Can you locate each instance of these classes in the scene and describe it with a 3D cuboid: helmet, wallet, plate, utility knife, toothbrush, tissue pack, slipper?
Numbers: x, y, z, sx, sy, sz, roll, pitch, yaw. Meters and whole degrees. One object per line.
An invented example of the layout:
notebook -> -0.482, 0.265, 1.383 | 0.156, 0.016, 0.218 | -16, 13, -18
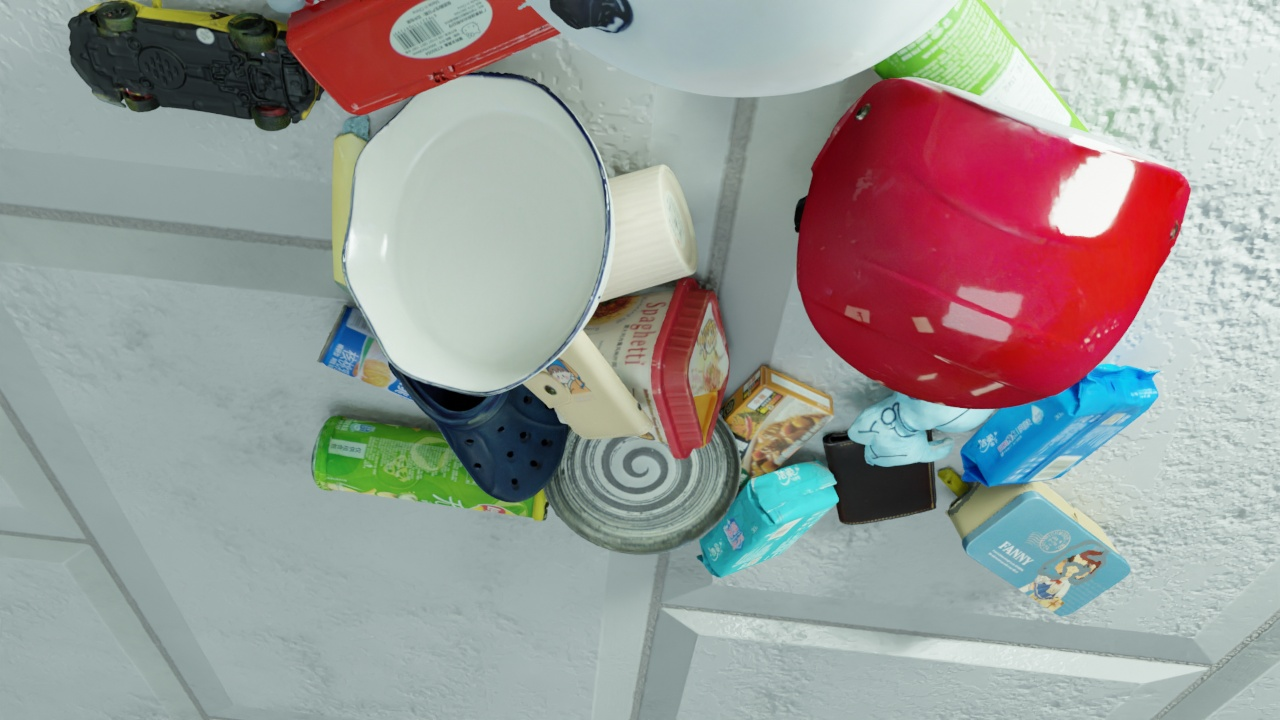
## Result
helmet -> 0.049, -0.214, 0.419 | 0.259, 0.228, 0.146 | 8, 158, 28
wallet -> 0.226, 0.107, 0.858 | 0.096, 0.020, 0.122 | -11, 132, 10
plate -> -0.103, -0.081, 0.603 | 0.205, 0.205, 0.045 | -18, 173, 23
wallet -> -0.053, 0.012, 0.661 | 0.087, 0.024, 0.115 | -10, 125, 47
utility knife -> -0.215, -0.110, 0.686 | 0.031, 0.018, 0.167 | 9, 138, -9
plate -> 0.000, 0.095, 0.821 | 0.179, 0.024, 0.180 | 0, 115, 0
helmet -> 0.184, -0.042, 0.559 | 0.207, 0.143, 0.240 | 23, 164, 7
toothbrush -> 0.344, 0.160, 0.900 | 0.016, 0.016, 0.190 | -29, 126, 30
tissue pack -> 0.338, 0.050, 0.748 | 0.094, 0.052, 0.158 | 0, 142, -28
tissue pack -> 0.117, 0.151, 0.866 | 0.093, 0.050, 0.134 | -12, 149, -35
slipper -> -0.129, 0.007, 0.711 | 0.105, 0.095, 0.253 | -30, 114, -4

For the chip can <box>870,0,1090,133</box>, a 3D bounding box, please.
chip can -> 0.200, -0.160, 0.547 | 0.236, 0.072, 0.072 | 35, 129, -27

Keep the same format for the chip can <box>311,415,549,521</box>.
chip can -> -0.192, 0.100, 0.860 | 0.221, 0.072, 0.073 | 9, 136, -3

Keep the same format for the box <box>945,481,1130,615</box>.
box -> 0.368, 0.165, 0.859 | 0.184, 0.062, 0.090 | 30, 115, -26

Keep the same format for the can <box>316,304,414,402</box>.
can -> -0.197, 0.004, 0.775 | 0.134, 0.053, 0.053 | 25, 133, -19

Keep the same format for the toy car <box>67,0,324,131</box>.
toy car -> -0.285, -0.193, 0.590 | 0.156, 0.041, 0.071 | 6, 136, -1

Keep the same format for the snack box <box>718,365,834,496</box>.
snack box -> 0.099, 0.069, 0.828 | 0.075, 0.026, 0.154 | 24, 133, -17

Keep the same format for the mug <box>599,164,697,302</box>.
mug -> -0.016, -0.081, 0.657 | 0.106, 0.081, 0.114 | -14, 159, 17

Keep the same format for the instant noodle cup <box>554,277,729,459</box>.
instant noodle cup -> -0.004, 0.004, 0.721 | 0.124, 0.116, 0.117 | 3, 137, 21

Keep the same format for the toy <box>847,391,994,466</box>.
toy -> 0.243, 0.033, 0.753 | 0.156, 0.049, 0.161 | -26, 134, 17

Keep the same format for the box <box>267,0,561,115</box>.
box -> -0.128, -0.236, 0.524 | 0.201, 0.058, 0.161 | -15, 128, 20
